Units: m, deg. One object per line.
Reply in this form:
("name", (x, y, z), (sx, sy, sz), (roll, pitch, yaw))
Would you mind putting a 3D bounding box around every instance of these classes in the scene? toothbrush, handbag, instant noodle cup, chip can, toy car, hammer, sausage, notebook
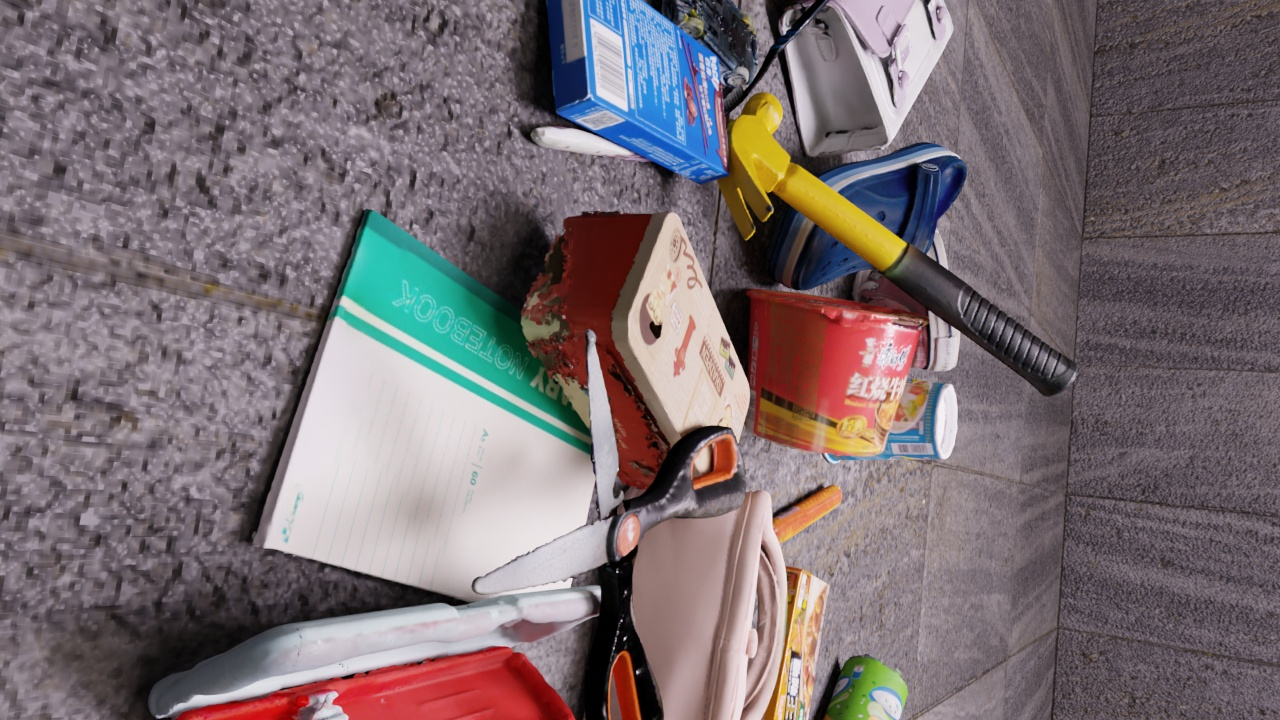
("toothbrush", (0.113, -0.245, 0.680), (0.189, 0.014, 0.016), (-49, 122, -13))
("handbag", (0.198, -0.292, 0.801), (0.145, 0.099, 0.196), (58, 47, -31))
("toothbrush", (-0.006, -0.131, 0.559), (0.187, 0.016, 0.017), (-11, 94, -57))
("instant noodle cup", (0.140, 0.008, 0.702), (0.137, 0.138, 0.108), (-5, 106, -58))
("chip can", (0.186, 0.388, 0.852), (0.235, 0.072, 0.072), (-51, 133, -44))
("handbag", (0.056, 0.190, 0.633), (0.234, 0.093, 0.193), (34, 64, -62))
("toy car", (0.047, -0.224, 0.620), (0.105, 0.031, 0.049), (24, 72, -52))
("hammer", (0.177, -0.070, 0.638), (0.300, 0.033, 0.128), (34, 45, -6))
("instant noodle cup", (0.237, 0.054, 0.869), (0.099, 0.110, 0.099), (-8, 100, -57))
("sausage", (0.147, 0.135, 0.815), (0.164, 0.021, 0.021), (-11, 101, -57))
("notebook", (-0.082, 0.041, 0.455), (0.209, 0.012, 0.150), (37, 60, -53))

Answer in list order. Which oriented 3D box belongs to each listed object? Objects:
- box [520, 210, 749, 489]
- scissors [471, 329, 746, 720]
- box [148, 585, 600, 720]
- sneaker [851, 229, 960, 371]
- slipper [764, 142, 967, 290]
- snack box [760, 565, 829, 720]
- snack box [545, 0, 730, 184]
("box", (-0.003, 0.003, 0.511), (0.168, 0.078, 0.091), (61, 41, -46))
("scissors", (0.001, 0.086, 0.428), (0.220, 0.022, 0.233), (-35, 127, -53))
("box", (-0.084, 0.134, 0.374), (0.100, 0.095, 0.201), (-51, 151, 15))
("sneaker", (0.255, -0.070, 0.916), (0.240, 0.088, 0.118), (-79, 167, -55))
("slipper", (0.202, -0.110, 0.762), (0.252, 0.095, 0.105), (-27, 143, -39))
("snack box", (0.128, 0.260, 0.790), (0.075, 0.026, 0.153), (37, 62, -52))
("snack box", (0.003, -0.165, 0.543), (0.157, 0.026, 0.084), (9, 73, -56))
